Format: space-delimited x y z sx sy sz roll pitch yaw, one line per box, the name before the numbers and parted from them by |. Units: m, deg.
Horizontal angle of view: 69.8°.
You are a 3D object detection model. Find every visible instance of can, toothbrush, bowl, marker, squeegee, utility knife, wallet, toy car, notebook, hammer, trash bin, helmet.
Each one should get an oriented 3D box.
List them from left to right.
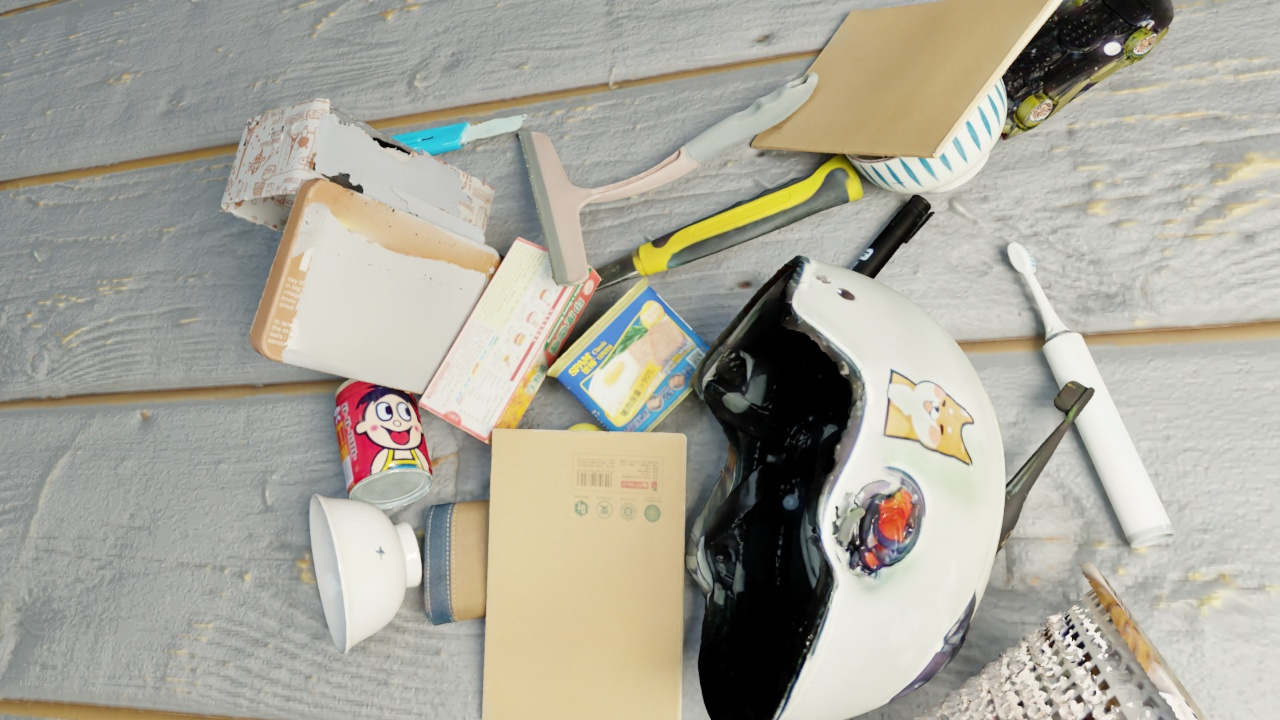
bowl | -0.202 0.152 0.685 0.064 0.119 0.118 -9 57 -29
can | -0.206 0.063 0.732 0.066 0.066 0.093 -25 61 8
utility knife | -0.201 -0.209 0.874 0.205 0.018 0.034 -7 62 18
wallet | -0.104 0.145 0.681 0.115 0.033 0.090 -11 67 14
notebook | -0.041 0.152 0.629 0.148 0.008 0.207 0 86 21
can | -0.004 0.004 0.676 0.102 0.057 0.083 -44 89 -3
hammer | 0.019 -0.083 0.736 0.324 0.032 0.126 -21 62 10
squeegee | 0.032 -0.169 0.752 0.250 0.040 0.247 -23 41 6
helmet | 0.124 0.080 0.541 0.156 0.230 0.273 6 70 -11
marker | 0.171 -0.069 0.684 0.022 0.020 0.132 41 83 0
notebook | 0.185 -0.212 0.684 0.149 0.012 0.211 -52 30 -6
bowl | 0.215 -0.166 0.671 0.117 0.066 0.116 -32 33 24
toothbrush | 0.220 0.102 0.575 0.027 0.026 0.212 34 87 37
trash bin | 0.201 0.243 0.441 0.192 0.227 0.227 -36 60 16
toy car | 0.317 -0.226 0.685 0.158 0.042 0.070 -32 61 9
toothbrush | 0.287 0.013 0.602 0.027 0.026 0.220 -39 53 41

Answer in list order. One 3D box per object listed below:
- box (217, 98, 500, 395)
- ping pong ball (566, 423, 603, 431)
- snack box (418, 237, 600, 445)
box | -0.225 -0.074 0.730 0.157 0.183 0.193 4 78 43
ping pong ball | -0.042 0.067 0.686 0.040 0.040 0.040 -7 65 16
snack box | -0.102 -0.016 0.715 0.077 0.027 0.155 24 80 29
